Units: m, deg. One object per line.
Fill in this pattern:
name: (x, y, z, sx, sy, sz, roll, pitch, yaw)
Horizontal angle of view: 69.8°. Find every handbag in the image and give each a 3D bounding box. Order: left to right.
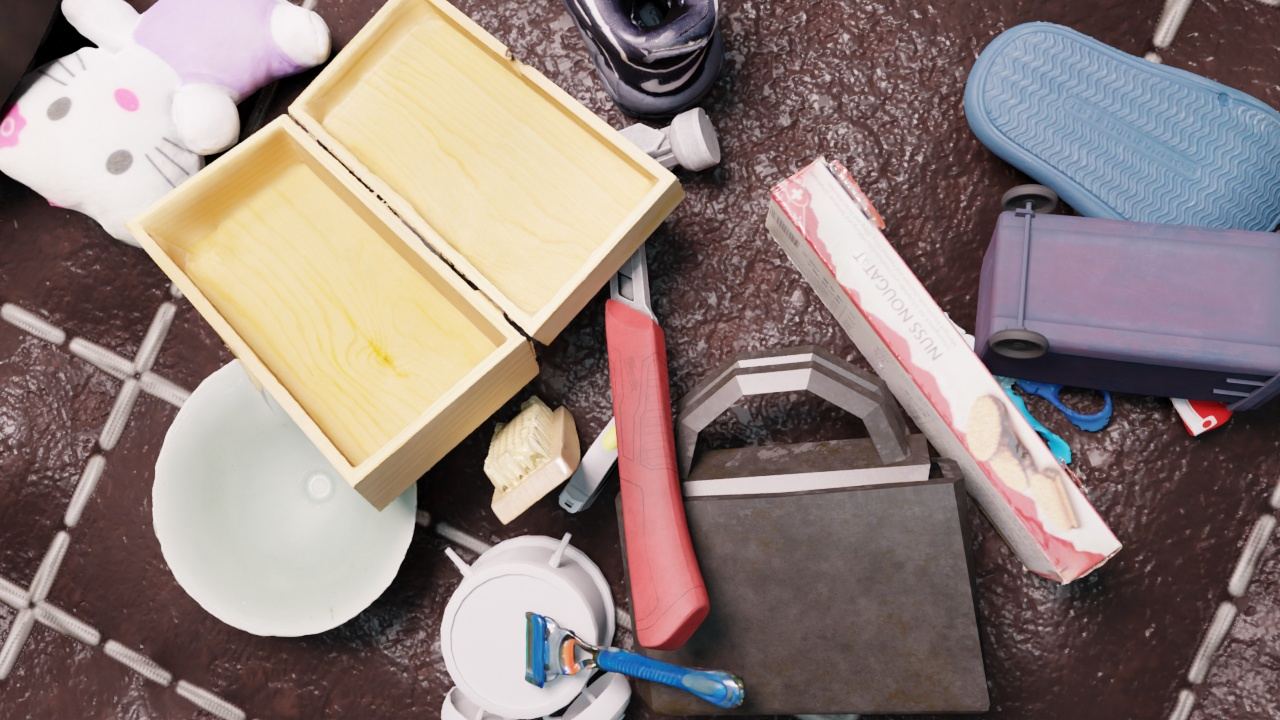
handbag: (0.086, 0.092, 0.538, 0.197, 0.102, 0.199, -5, 95, 14)

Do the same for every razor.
razor: (-0.005, 0.171, 0.510, 0.141, 0.018, 0.044, 2, 92, 30)

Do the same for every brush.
brush: (-0.066, 0.055, 0.548, 0.049, 0.117, 0.039, -37, 104, 4)

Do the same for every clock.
clock: (-0.068, 0.187, 0.576, 0.120, 0.061, 0.159, -8, 91, 6)

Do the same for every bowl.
bowl: (-0.214, 0.082, 0.589, 0.174, 0.068, 0.174, -1, 86, 7)

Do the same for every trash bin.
trash bin: (0.280, -0.030, 0.517, 0.161, 0.092, 0.093, 7, 71, 14)

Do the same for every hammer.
hammer: (-0.003, 0.003, 0.527, 0.126, 0.036, 0.315, -16, 63, 22)

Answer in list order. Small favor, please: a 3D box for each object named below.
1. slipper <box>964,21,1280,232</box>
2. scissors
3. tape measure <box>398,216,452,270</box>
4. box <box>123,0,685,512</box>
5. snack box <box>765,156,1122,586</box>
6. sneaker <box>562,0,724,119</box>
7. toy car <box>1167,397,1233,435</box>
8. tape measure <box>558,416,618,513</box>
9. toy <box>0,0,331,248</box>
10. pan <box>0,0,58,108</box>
slipper: (0.290, -0.126, 0.551, 0.213, 0.059, 0.104, 23, 100, -5)
scissors: (0.230, 0.006, 0.575, 0.073, 0.016, 0.134, -44, 79, 7)
tape measure: (-0.160, -0.064, 0.613, 0.060, 0.020, 0.062, -19, 86, 5)
box: (-0.146, -0.083, 0.556, 0.247, 0.076, 0.257, 42, 87, 22)
snack box: (0.171, 0.004, 0.543, 0.044, 0.076, 0.273, -35, 81, 1)
sneaker: (-0.022, -0.264, 0.521, 0.097, 0.150, 0.252, -23, 100, 0)
toy car: (0.359, 0.009, 0.552, 0.089, 0.025, 0.038, -31, 85, 4)
tape measure: (-0.025, 0.064, 0.572, 0.017, 0.064, 0.065, 34, 87, 6)
toy: (-0.313, -0.178, 0.600, 0.137, 0.085, 0.209, 44, 86, -12)
pan: (-0.435, -0.276, 0.611, 0.249, 0.043, 0.355, -5, 68, 33)
